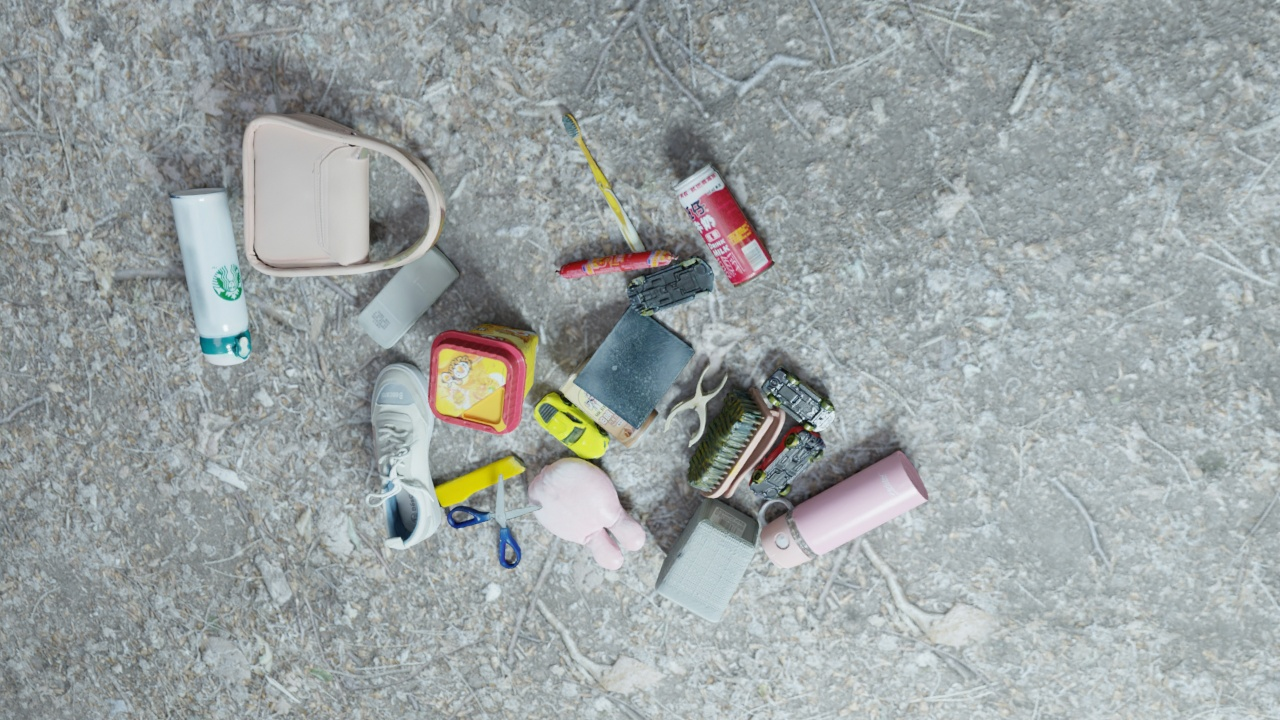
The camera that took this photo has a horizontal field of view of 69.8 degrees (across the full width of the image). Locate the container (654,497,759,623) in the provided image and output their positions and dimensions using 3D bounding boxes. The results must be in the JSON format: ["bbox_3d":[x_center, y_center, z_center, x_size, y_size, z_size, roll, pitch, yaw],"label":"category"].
[{"bbox_3d":[0.087,0.241,1.134,0.090,0.090,0.114,28,110,2],"label":"container"}]

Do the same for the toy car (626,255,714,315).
[{"bbox_3d":[0.036,-0.087,1.060,0.106,0.031,0.049,-18,106,19],"label":"toy car"}]

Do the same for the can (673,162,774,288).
[{"bbox_3d":[0.092,-0.149,1.013,0.053,0.053,0.133,-30,100,21],"label":"can"}]

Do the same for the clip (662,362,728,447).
[{"bbox_3d":[0.078,0.062,1.103,0.105,0.034,0.084,-42,92,15],"label":"clip"}]

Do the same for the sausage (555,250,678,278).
[{"bbox_3d":[-0.030,-0.112,1.066,0.156,0.020,0.020,-6,107,22],"label":"sausage"}]

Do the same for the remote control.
[{"bbox_3d":[-0.291,-0.080,1.148,0.150,0.021,0.058,-41,94,22],"label":"remote control"}]

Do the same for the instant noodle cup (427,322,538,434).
[{"bbox_3d":[-0.180,0.012,1.098,0.116,0.123,0.116,12,112,9],"label":"instant noodle cup"}]

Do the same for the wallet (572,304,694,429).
[{"bbox_3d":[-0.006,0.006,1.081,0.097,0.019,0.120,37,80,-2],"label":"wallet"}]

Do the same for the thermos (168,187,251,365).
[{"bbox_3d":[-0.545,-0.105,1.176,0.073,0.073,0.224,3,110,13],"label":"thermos"}]

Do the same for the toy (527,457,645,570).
[{"bbox_3d":[-0.070,0.195,1.171,0.159,0.054,0.122,45,120,2],"label":"toy"}]

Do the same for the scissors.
[{"bbox_3d":[-0.190,0.214,1.211,0.163,0.012,0.175,4,123,26],"label":"scissors"}]

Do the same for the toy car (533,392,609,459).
[{"bbox_3d":[-0.087,0.086,1.151,0.105,0.032,0.048,39,113,-4],"label":"toy car"}]

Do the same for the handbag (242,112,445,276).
[{"bbox_3d":[-0.348,-0.188,1.091,0.234,0.093,0.193,8,110,8],"label":"handbag"}]

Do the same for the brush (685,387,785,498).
[{"bbox_3d":[0.112,0.107,1.097,0.073,0.063,0.146,16,117,-25],"label":"brush"}]

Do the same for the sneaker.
[{"bbox_3d":[-0.314,0.126,1.181,0.089,0.090,0.242,-2,100,14],"label":"sneaker"}]

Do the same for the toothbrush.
[{"bbox_3d":[-0.041,-0.195,1.048,0.016,0.018,0.191,-24,102,22],"label":"toothbrush"}]

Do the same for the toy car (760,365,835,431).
[{"bbox_3d":[0.186,0.044,1.067,0.090,0.035,0.042,38,114,-2],"label":"toy car"}]

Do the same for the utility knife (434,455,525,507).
[{"bbox_3d":[-0.218,0.162,1.218,0.154,0.015,0.033,-23,102,20],"label":"utility knife"}]

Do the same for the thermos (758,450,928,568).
[{"bbox_3d":[0.233,0.173,1.091,0.199,0.067,0.087,-33,67,23],"label":"thermos"}]

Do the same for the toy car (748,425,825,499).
[{"bbox_3d":[0.172,0.123,1.097,0.049,0.031,0.106,28,112,-24],"label":"toy car"}]

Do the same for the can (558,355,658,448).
[{"bbox_3d":[-0.038,0.051,1.112,0.116,0.058,0.059,39,113,-2],"label":"can"}]
